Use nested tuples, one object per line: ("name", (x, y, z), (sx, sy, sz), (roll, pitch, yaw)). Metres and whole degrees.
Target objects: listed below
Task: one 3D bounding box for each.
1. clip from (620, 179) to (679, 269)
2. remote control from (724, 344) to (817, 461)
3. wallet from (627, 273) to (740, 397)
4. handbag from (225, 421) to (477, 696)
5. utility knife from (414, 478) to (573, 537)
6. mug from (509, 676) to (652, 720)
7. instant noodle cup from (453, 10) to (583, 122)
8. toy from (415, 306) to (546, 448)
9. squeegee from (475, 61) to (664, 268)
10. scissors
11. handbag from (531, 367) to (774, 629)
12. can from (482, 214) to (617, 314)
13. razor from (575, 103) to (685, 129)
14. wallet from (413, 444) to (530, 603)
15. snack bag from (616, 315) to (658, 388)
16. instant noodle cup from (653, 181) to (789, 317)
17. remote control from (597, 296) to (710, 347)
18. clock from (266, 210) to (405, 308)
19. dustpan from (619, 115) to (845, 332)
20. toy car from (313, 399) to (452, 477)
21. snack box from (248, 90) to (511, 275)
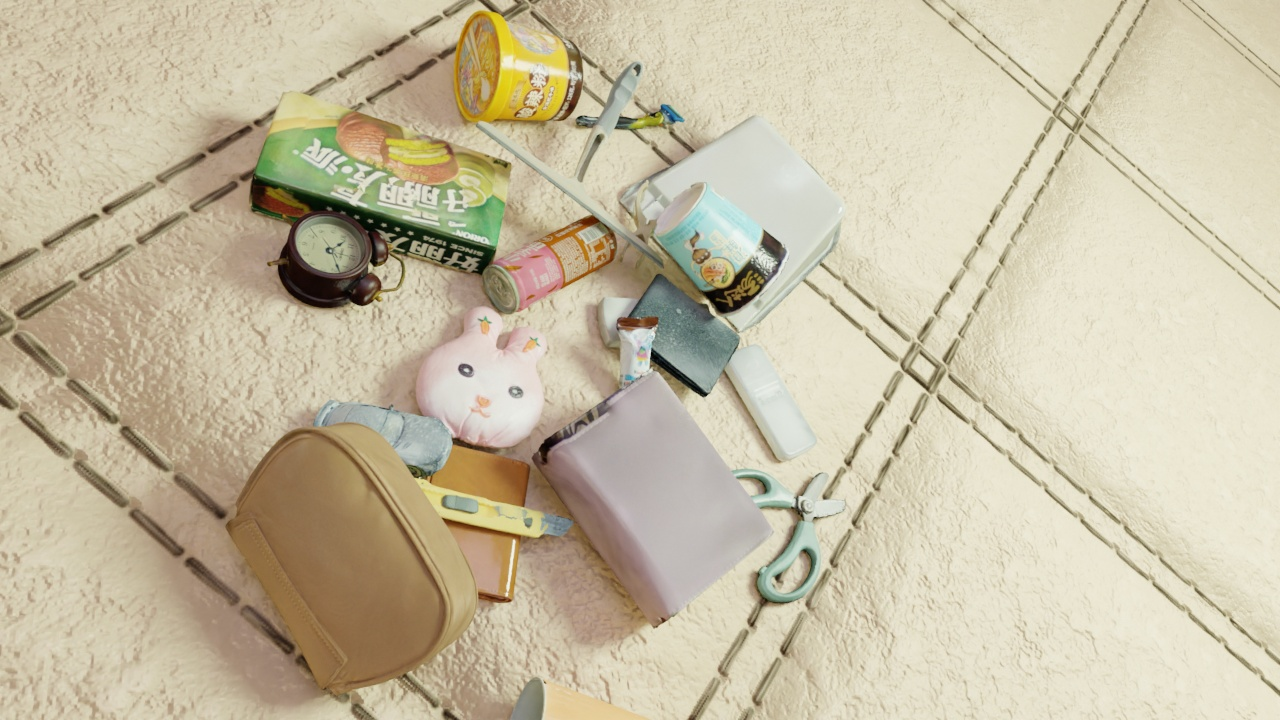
("clip", (0.020, -0.153, 1.050), (0.089, 0.035, 0.103), (4, 70, -7))
("remote control", (0.143, 0.046, 1.020), (0.055, 0.020, 0.136), (-22, 74, -32))
("wallet", (0.045, -0.028, 0.992), (0.121, 0.019, 0.097), (38, 53, -5))
("handbag", (-0.226, 0.153, 0.727), (0.148, 0.099, 0.204), (-36, 81, 9))
("utility knife", (-0.142, 0.131, 0.808), (0.175, 0.019, 0.030), (19, 62, -24))
("mug", (-0.041, 0.315, 0.753), (0.122, 0.078, 0.078), (23, 55, -18))
("instant noodle cup", (-0.136, -0.325, 1.041), (0.114, 0.119, 0.118), (-2, 64, -36))
("toy", (-0.147, 0.013, 0.885), (0.121, 0.054, 0.159), (23, 48, -13))
("squeegee", (-0.045, -0.254, 1.033), (0.246, 0.039, 0.245), (35, 53, -21))
("scissors", (0.154, 0.181, 0.953), (0.174, 0.019, 0.176), (2, 62, -26))
("handbag", (0.008, 0.130, 0.862), (0.144, 0.099, 0.197), (-31, 80, -36))
("can", (-0.093, -0.103, 0.968), (0.147, 0.058, 0.058), (-33, 80, -35))
("razor", (-0.016, -0.296, 1.135), (0.142, 0.022, 0.042), (-11, 42, -27))
("wallet", (-0.157, 0.143, 0.818), (0.107, 0.031, 0.131), (16, 56, -19))
("snack bag", (-0.006, 0.006, 0.945), (0.045, 0.026, 0.105), (0, 102, -12))
("instant noodle cup", (0.081, -0.126, 0.997), (0.120, 0.111, 0.111), (41, 52, -21))
("remote control", (0.018, -0.039, 1.009), (0.135, 0.019, 0.056), (1, 63, -25))
("clock", (-0.286, -0.094, 0.873), (0.122, 0.055, 0.081), (15, 57, -19))
("dustpan", (0.140, -0.183, 1.154), (0.257, 0.143, 0.222), (-41, 84, -7))
("toy car", (-0.226, 0.066, 0.807), (0.120, 0.037, 0.054), (12, 50, 4))
("snack box", (-0.256, -0.177, 0.928), (0.240, 0.063, 0.114), (16, 59, -18))
